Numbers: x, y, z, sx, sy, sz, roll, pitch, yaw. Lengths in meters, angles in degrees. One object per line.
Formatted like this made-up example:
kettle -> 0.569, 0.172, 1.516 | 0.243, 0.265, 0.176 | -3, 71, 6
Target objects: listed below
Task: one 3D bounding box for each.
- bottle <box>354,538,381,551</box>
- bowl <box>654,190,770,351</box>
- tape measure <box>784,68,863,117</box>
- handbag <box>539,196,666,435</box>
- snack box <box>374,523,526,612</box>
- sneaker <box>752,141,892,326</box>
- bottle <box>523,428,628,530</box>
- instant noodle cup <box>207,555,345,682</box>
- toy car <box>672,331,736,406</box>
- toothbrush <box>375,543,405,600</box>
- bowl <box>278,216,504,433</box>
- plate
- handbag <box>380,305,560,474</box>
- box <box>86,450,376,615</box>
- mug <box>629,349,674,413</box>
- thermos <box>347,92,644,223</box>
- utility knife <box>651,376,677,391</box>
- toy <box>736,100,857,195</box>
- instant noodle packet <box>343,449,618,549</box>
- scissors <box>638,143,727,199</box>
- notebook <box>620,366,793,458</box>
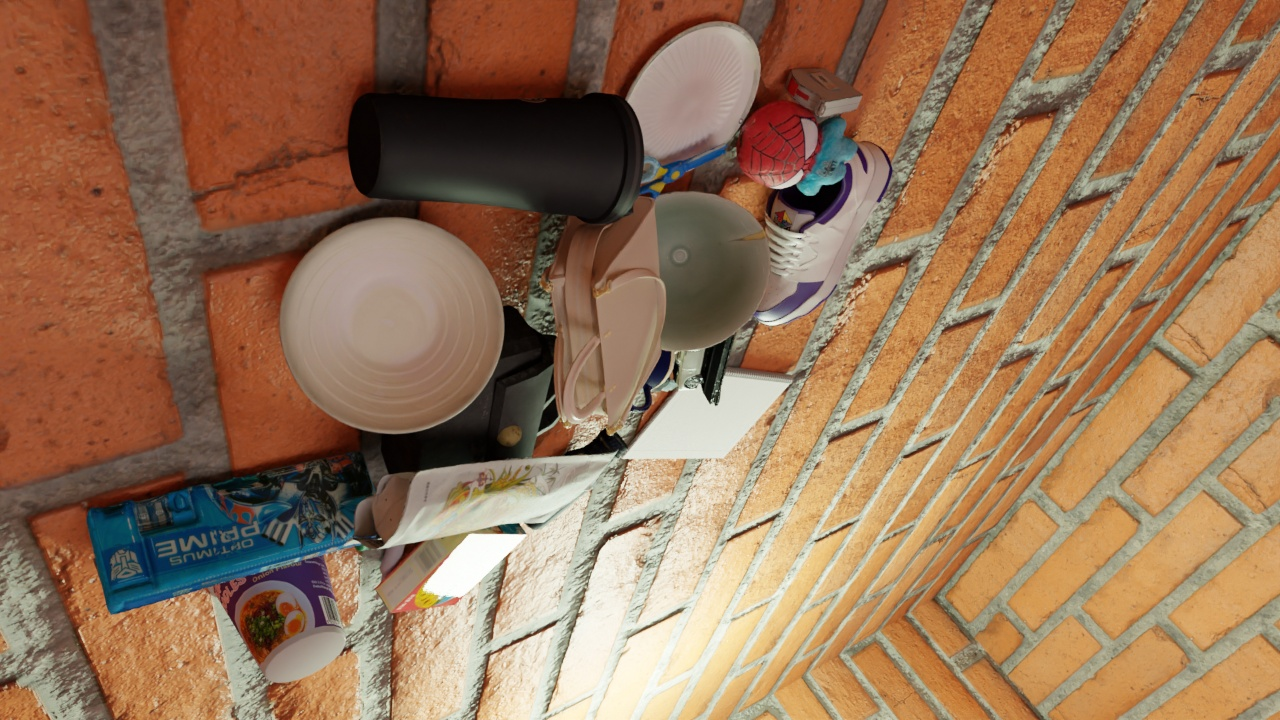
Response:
bottle -> -0.218, 0.153, 1.016 | 0.209, 0.068, 0.068 | -18, 143, -33
bowl -> 0.044, -0.099, 0.956 | 0.174, 0.067, 0.174 | -1, 112, -3
tape measure -> 0.177, -0.264, 0.896 | 0.060, 0.062, 0.020 | -21, 145, -36
handbag -> -0.041, -0.027, 0.827 | 0.197, 0.101, 0.195 | -69, 161, -48
snack box -> -0.232, 0.249, 1.141 | 0.143, 0.040, 0.145 | -45, 157, 9
sneaker -> 0.179, -0.141, 1.035 | 0.111, 0.092, 0.245 | 0, 128, -45
bottle -> -0.087, 0.147, 1.160 | 0.161, 0.056, 0.056 | -40, 149, 3
instant noodle cup -> -0.370, 0.255, 0.943 | 0.122, 0.122, 0.137 | -41, 149, 5
toy car -> 0.066, -0.036, 1.074 | 0.071, 0.094, 0.192 | -3, 141, -8
toothbrush -> -0.293, 0.228, 1.089 | 0.019, 0.018, 0.188 | -14, 141, -43
bowl -> -0.206, -0.031, 0.765 | 0.176, 0.058, 0.177 | -3, 100, -18
plate -> 0.043, -0.237, 0.837 | 0.156, 0.014, 0.157 | -27, 147, -19
handbag -> -0.146, 0.045, 0.922 | 0.199, 0.102, 0.198 | -17, 143, -31
box -> -0.375, 0.164, 0.864 | 0.242, 0.091, 0.086 | -11, 160, -38
mug -> -0.006, 0.006, 1.013 | 0.086, 0.111, 0.089 | -29, 160, 33
thermos -> -0.106, -0.160, 0.708 | 0.218, 0.105, 0.106 | -5, 136, -35
utility knife -> -0.005, 0.020, 1.119 | 0.029, 0.020, 0.187 | -48, 149, 19
toy -> 0.157, -0.211, 0.923 | 0.132, 0.062, 0.092 | 10, 136, -20
instant noodle packet -> -0.148, 0.141, 0.919 | 0.147, 0.057, 0.268 | -42, 152, 30
scissors -> 0.031, -0.176, 0.876 | 0.130, 0.022, 0.071 | -28, 146, -23
notebook -> 0.101, 0.077, 1.311 | 0.245, 0.013, 0.178 | 7, 129, -50
